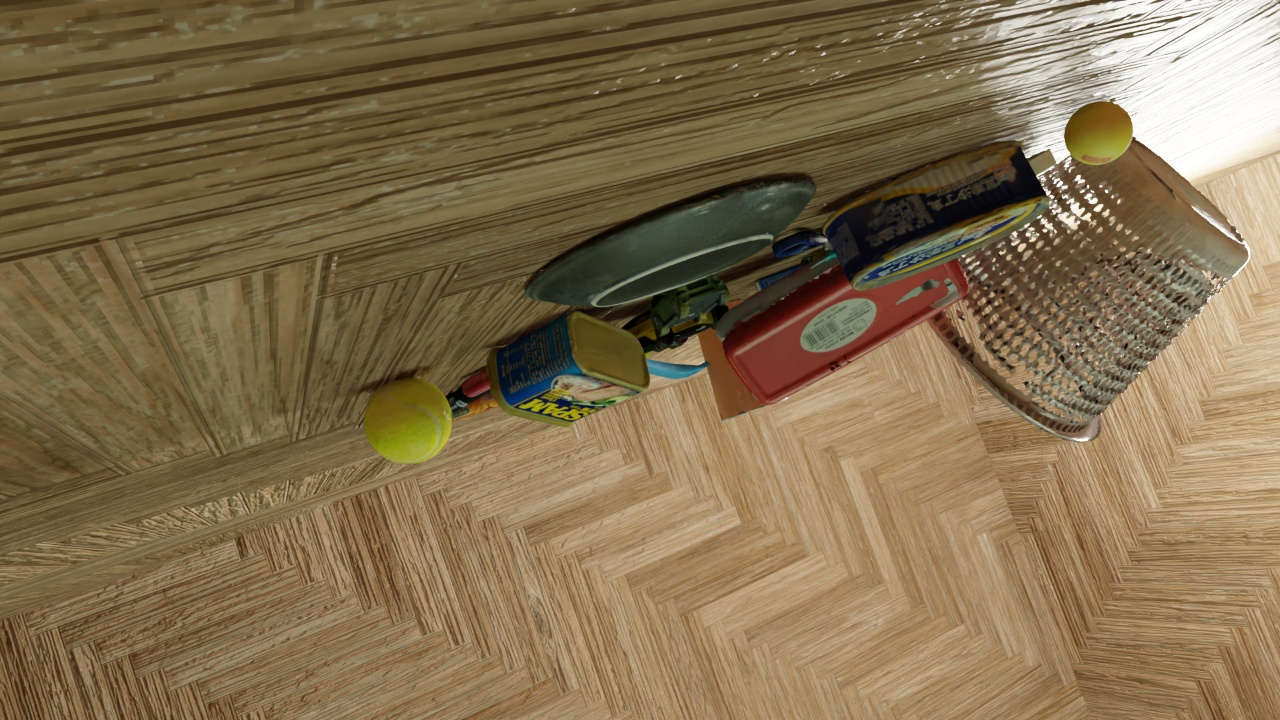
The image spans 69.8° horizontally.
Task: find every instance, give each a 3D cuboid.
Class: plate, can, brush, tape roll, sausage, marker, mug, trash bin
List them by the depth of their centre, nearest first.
[{"bbox_3d":[0.021,-0.060,0.539,0.179,0.024,0.179,-20,175,-2],"label":"plate"},{"bbox_3d":[0.203,-0.099,0.630,0.148,0.049,0.075,-21,165,-4],"label":"can"},{"bbox_3d":[-0.054,0.008,0.716,0.083,0.057,0.102,-25,155,29],"label":"can"},{"bbox_3d":[0.280,-0.139,0.718,0.086,0.014,0.086,-27,-177,1],"label":"tape roll"},{"bbox_3d":[0.375,-0.075,0.775,0.226,0.227,0.193,-15,152,-51],"label":"trash bin"},{"bbox_3d":[-0.106,0.003,0.793,0.156,0.020,0.020,-24,175,37],"label":"sausage"},{"bbox_3d":[-0.174,0.035,0.897,0.132,0.020,0.022,-26,-158,46],"label":"marker"},{"bbox_3d":[-0.005,0.005,0.912,0.083,0.046,0.254,-30,160,31],"label":"brush"},{"bbox_3d":[-0.190,0.051,0.998,0.165,0.021,0.021,-19,176,-8],"label":"sausage"},{"bbox_3d":[0.107,-0.001,1.027,0.078,0.122,0.078,-19,175,-2],"label":"mug"}]

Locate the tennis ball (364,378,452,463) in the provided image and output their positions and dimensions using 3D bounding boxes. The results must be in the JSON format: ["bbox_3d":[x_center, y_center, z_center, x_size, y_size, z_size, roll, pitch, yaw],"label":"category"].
[{"bbox_3d":[-0.176,0.046,0.697,0.065,0.065,0.065,-20,176,-2],"label":"tennis ball"}]

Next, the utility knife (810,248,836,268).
[{"bbox_3d":[0.202,-0.110,0.698,0.165,0.013,0.029,-29,174,16],"label":"utility knife"}]

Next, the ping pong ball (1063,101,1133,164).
[{"bbox_3d":[0.296,-0.147,0.594,0.040,0.040,0.040,-20,176,-2],"label":"ping pong ball"}]

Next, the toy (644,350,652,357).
[{"bbox_3d":[-0.034,-0.003,0.960,0.100,0.031,0.097,-15,166,-33],"label":"toy"}]

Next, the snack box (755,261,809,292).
[{"bbox_3d":[0.201,-0.065,0.907,0.157,0.084,0.026,-20,176,1],"label":"snack box"}]

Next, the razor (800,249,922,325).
[{"bbox_3d":[0.201,-0.068,0.815,0.043,0.028,0.132,-15,-143,-28],"label":"razor"}]

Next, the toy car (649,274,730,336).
[{"bbox_3d":[0.034,-0.045,0.703,0.043,0.036,0.091,-18,176,-19],"label":"toy car"}]

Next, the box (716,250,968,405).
[{"bbox_3d":[0.163,-0.058,0.780,0.202,0.095,0.098,-31,-158,20],"label":"box"}]

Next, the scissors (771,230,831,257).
[{"bbox_3d":[0.161,-0.103,0.734,0.170,0.012,0.142,-19,176,-41],"label":"scissors"}]

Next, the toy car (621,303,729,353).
[{"bbox_3d":[0.021,-0.029,0.815,0.071,0.041,0.155,-24,179,41],"label":"toy car"}]
